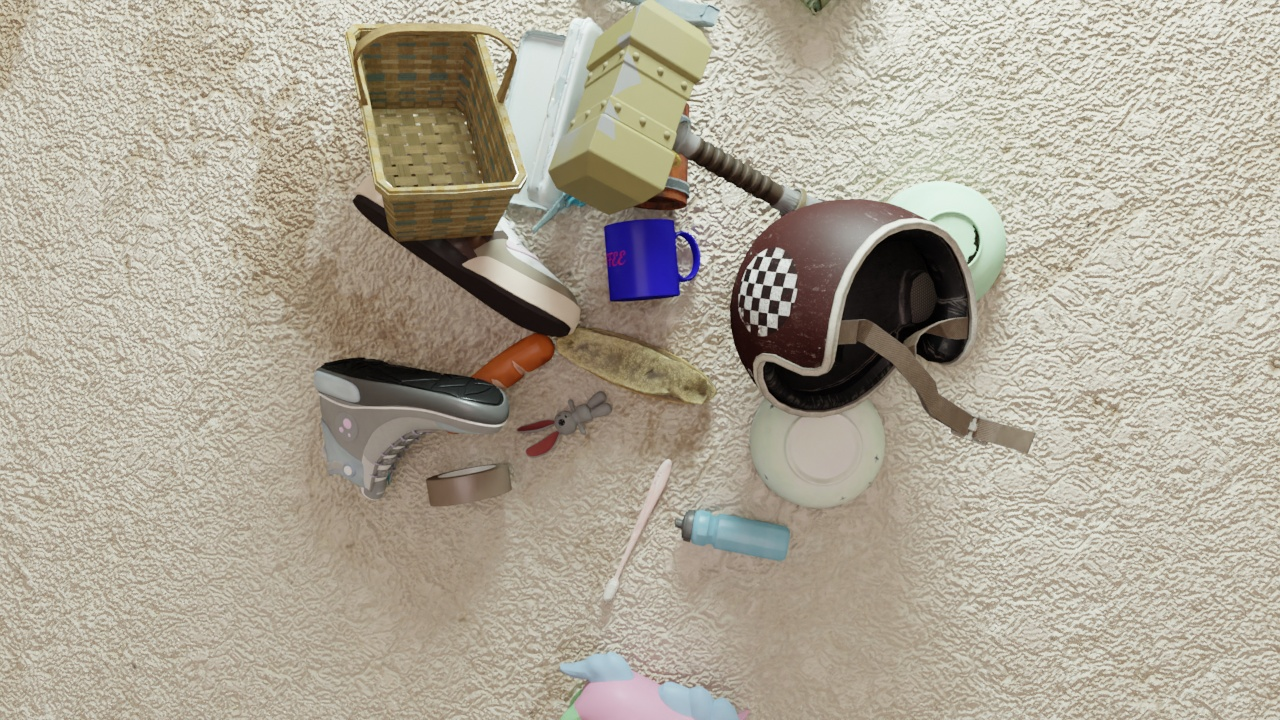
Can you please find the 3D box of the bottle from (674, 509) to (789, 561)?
[{"bbox_3d":[0.103,0.198,1.049,0.130,0.040,0.040,10,92,5],"label":"bottle"}]

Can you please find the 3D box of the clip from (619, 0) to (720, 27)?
[{"bbox_3d":[0.000,-0.411,0.986,0.169,0.164,0.031,18,92,7],"label":"clip"}]

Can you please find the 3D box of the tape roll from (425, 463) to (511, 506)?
[{"bbox_3d":[-0.196,0.142,1.048,0.094,0.093,0.030,-10,91,5],"label":"tape roll"}]

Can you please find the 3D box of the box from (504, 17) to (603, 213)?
[{"bbox_3d":[-0.105,-0.273,1.023,0.130,0.105,0.210,11,92,8],"label":"box"}]

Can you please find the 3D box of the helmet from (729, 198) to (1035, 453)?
[{"bbox_3d":[0.218,-0.042,0.913,0.233,0.254,0.234,-3,101,-30],"label":"helmet"}]

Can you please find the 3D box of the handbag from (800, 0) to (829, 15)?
[{"bbox_3d":[0.169,-0.473,0.984,0.186,0.117,0.113,42,95,1],"label":"handbag"}]

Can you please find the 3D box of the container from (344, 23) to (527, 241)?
[{"bbox_3d":[-0.212,-0.264,0.944,0.157,0.187,0.249,-7,59,-20],"label":"container"}]

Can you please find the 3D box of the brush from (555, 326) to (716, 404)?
[{"bbox_3d":[-0.006,0.006,1.051,0.195,0.043,0.059,21,94,6],"label":"brush"}]

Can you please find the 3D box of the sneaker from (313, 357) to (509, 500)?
[{"bbox_3d":[-0.262,0.090,1.033,0.257,0.092,0.160,11,103,27],"label":"sneaker"}]

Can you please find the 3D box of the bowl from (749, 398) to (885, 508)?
[{"bbox_3d":[0.200,0.093,1.021,0.153,0.073,0.153,0,92,4],"label":"bowl"}]

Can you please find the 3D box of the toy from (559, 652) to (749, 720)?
[{"bbox_3d":[0.015,0.406,1.034,0.171,0.120,0.222,-38,89,15],"label":"toy"}]

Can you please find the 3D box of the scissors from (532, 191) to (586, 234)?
[{"bbox_3d":[-0.083,-0.177,1.016,0.015,0.136,0.055,12,133,19],"label":"scissors"}]

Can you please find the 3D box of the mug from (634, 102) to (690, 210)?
[{"bbox_3d":[0.000,-0.233,1.028,0.117,0.081,0.111,5,88,5],"label":"mug"}]

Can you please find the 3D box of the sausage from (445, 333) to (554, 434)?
[{"bbox_3d":[-0.169,0.024,1.069,0.164,0.039,0.044,-39,73,6],"label":"sausage"}]

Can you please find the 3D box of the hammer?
[{"bbox_3d":[0.088,-0.206,0.965,0.324,0.101,0.190,23,79,-25],"label":"hammer"}]

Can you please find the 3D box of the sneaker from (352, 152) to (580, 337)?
[{"bbox_3d":[-0.174,-0.142,1.041,0.294,0.112,0.116,33,77,9],"label":"sneaker"}]

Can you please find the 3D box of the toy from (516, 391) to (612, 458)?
[{"bbox_3d":[-0.087,0.072,1.068,0.112,0.030,0.049,-28,60,3],"label":"toy"}]

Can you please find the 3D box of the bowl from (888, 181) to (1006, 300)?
[{"bbox_3d":[0.329,-0.125,1.000,0.151,0.077,0.151,0,92,6],"label":"bowl"}]

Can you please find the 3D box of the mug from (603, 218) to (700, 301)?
[{"bbox_3d":[0.016,-0.112,1.035,0.111,0.079,0.083,-5,91,-23],"label":"mug"}]

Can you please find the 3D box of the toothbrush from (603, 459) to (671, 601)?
[{"bbox_3d":[-0.003,0.198,1.071,0.016,0.018,0.181,24,93,4],"label":"toothbrush"}]
